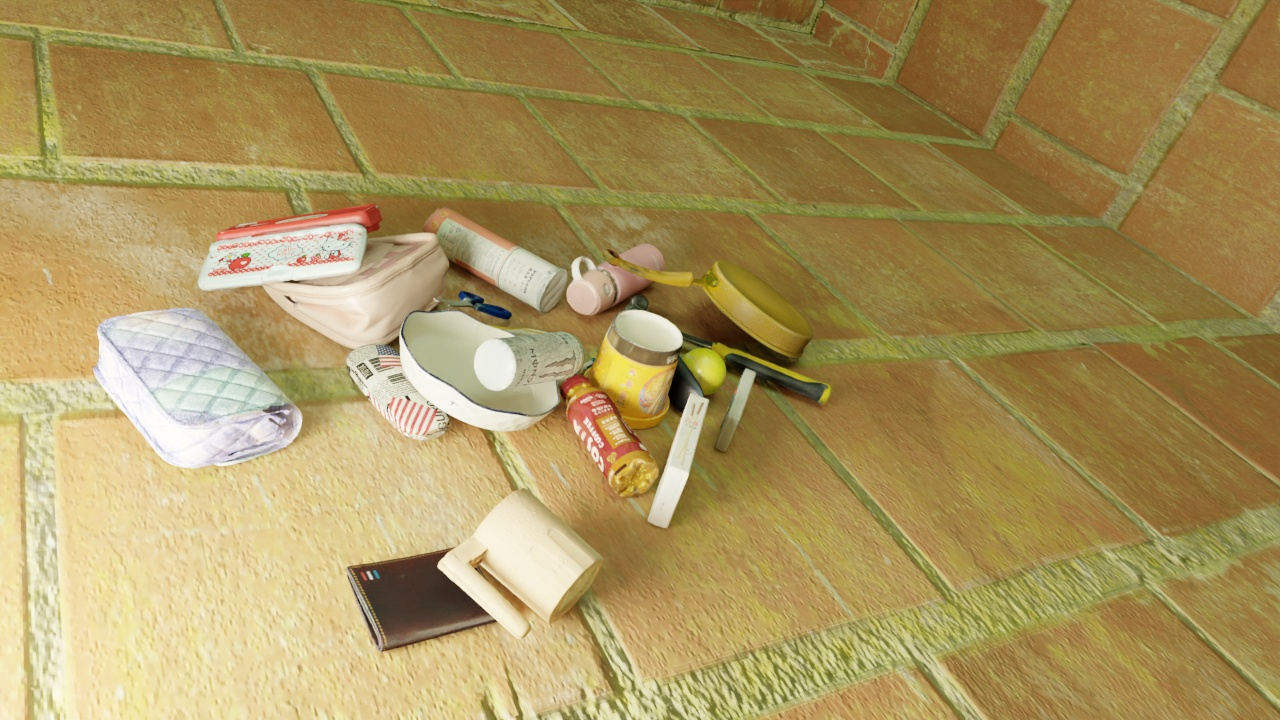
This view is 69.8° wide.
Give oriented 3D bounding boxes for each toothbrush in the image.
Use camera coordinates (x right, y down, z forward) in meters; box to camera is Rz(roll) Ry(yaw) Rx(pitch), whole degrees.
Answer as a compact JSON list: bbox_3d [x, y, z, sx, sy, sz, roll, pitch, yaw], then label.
[{"bbox_3d":[-0.067,0.001,1.241,0.018,0.016,0.191,24,30,25],"label":"toothbrush"},{"bbox_3d":[-0.204,-0.047,1.233,0.191,0.018,0.016,8,36,-15],"label":"toothbrush"}]

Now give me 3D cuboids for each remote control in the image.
[{"bbox_3d":[0.043,0.022,1.232,0.024,0.053,0.136,6,34,-36],"label":"remote control"},{"bbox_3d":[0.125,0.064,1.212,0.019,0.056,0.134,23,33,5],"label":"remote control"}]

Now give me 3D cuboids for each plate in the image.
[{"bbox_3d":[-0.193,0.013,1.086,0.205,0.046,0.204,26,22,-12],"label":"plate"}]

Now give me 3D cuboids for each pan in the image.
[{"bbox_3d":[0.108,-0.104,1.398,0.357,0.078,0.197,28,21,-23],"label":"pan"}]

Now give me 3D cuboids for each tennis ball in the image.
[{"bbox_3d":[0.084,0.015,1.255,0.065,0.066,0.065,14,32,-9],"label":"tennis ball"}]

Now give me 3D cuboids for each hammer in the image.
[{"bbox_3d":[0.124,-0.008,1.336,0.323,0.032,0.126,22,25,1],"label":"hammer"}]

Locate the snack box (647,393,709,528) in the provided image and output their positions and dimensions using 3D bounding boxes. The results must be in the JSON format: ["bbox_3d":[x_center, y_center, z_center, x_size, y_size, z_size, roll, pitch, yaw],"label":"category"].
[{"bbox_3d":[0.046,0.114,1.066,0.027,0.085,0.156,19,32,2],"label":"snack box"}]

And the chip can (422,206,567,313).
[{"bbox_3d":[-0.214,-0.148,1.333,0.215,0.071,0.071,29,33,15],"label":"chip can"}]

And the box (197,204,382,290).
[{"bbox_3d":[-0.431,-0.145,1.138,0.201,0.058,0.161,-7,33,3],"label":"box"}]

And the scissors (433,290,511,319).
[{"bbox_3d":[-0.217,-0.070,1.208,0.132,0.012,0.172,23,8,-19],"label":"scissors"}]

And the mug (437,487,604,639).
[{"bbox_3d":[-0.110,0.193,0.860,0.103,0.084,0.124,37,36,17],"label":"mug"}]

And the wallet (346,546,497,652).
[{"bbox_3d":[-0.197,0.215,0.844,0.122,0.020,0.096,-4,39,-37],"label":"wallet"}]

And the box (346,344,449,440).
[{"bbox_3d":[-0.279,0.037,1.053,0.068,0.052,0.164,3,35,-50],"label":"box"}]

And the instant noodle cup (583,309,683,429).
[{"bbox_3d":[-0.007,0.007,1.171,0.118,0.115,0.118,14,32,-9],"label":"instant noodle cup"}]

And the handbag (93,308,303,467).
[{"bbox_3d":[-0.455,0.026,0.936,0.194,0.076,0.133,39,32,26],"label":"handbag"}]

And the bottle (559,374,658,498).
[{"bbox_3d":[-0.043,0.084,1.088,0.057,0.058,0.175,-4,39,-33],"label":"bottle"}]

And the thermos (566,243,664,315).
[{"bbox_3d":[-0.040,-0.132,1.394,0.067,0.087,0.198,-11,13,35],"label":"thermos"}]

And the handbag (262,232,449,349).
[{"bbox_3d":[-0.386,-0.110,1.183,0.234,0.093,0.192,14,32,19],"label":"handbag"}]

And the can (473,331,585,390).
[{"bbox_3d":[-0.126,-0.001,1.064,0.058,0.058,0.146,35,20,22],"label":"can"}]
